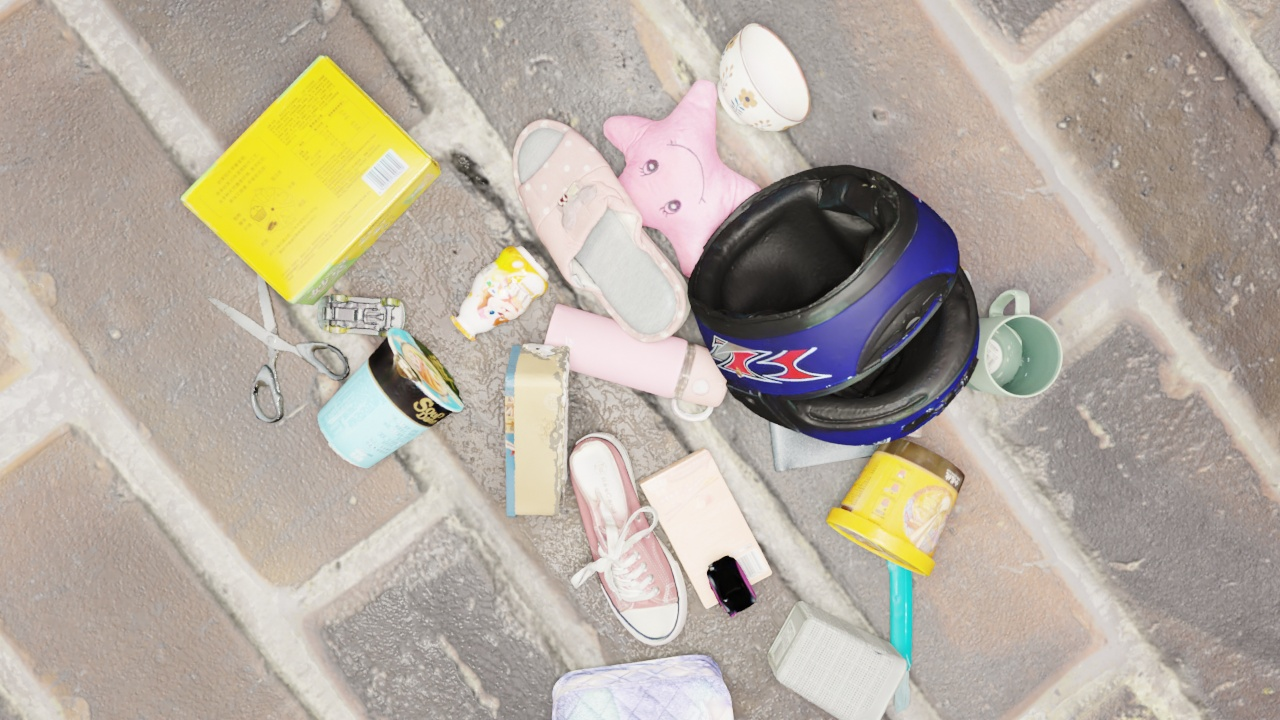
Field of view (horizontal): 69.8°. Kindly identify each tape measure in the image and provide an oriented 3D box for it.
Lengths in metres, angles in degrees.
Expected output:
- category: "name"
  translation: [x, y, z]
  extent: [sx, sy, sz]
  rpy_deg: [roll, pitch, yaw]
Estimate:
- category: "tape measure"
  translation: [0.093, 0.237, 0.964]
  extent: [0.039, 0.057, 0.058]
  rpy_deg: [-30, 135, 2]

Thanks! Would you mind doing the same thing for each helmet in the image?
- category: "helmet"
  translation: [0.198, -0.036, 0.866]
  extent: [0.240, 0.315, 0.247]
  rpy_deg: [43, 88, -23]

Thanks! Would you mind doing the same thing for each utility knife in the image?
- category: "utility knife"
  translation: [0.289, 0.295, 1.025]
  extent: [0.029, 0.013, 0.196]
  rpy_deg: [0, 89, -3]

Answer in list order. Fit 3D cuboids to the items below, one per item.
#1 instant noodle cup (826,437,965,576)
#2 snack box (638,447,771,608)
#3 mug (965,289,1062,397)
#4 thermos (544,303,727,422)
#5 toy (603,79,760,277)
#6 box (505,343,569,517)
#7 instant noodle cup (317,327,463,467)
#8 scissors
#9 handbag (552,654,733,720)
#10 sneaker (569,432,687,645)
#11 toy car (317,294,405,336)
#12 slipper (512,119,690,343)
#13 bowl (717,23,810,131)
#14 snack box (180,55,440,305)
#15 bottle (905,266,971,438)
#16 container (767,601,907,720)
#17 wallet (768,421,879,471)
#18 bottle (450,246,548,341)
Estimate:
- category: "instant noodle cup"
  translation: [0.276, 0.151, 0.975]
  extent: [0.118, 0.118, 0.114]
  rpy_deg: [30, 81, -3]
- category: "snack box"
  translation: [0.071, 0.183, 1.005]
  extent: [0.084, 0.026, 0.157]
  rpy_deg: [-28, 92, -2]
- category: "mug"
  translation: [0.385, -0.019, 0.975]
  extent: [0.082, 0.106, 0.112]
  rpy_deg: [7, 91, -2]
- category: "thermos"
  translation: [-0.006, 0.006, 0.982]
  extent: [0.198, 0.067, 0.087]
  rpy_deg: [17, 116, -5]
- category: "toy"
  translation: [0.033, -0.180, 0.971]
  extent: [0.179, 0.074, 0.194]
  rpy_deg: [-23, 94, 11]
- category: "box"
  translation: [-0.105, 0.078, 0.940]
  extent: [0.064, 0.089, 0.184]
  rpy_deg: [4, 114, -3]
- category: "instant noodle cup"
  translation: [-0.265, 0.045, 0.951]
  extent: [0.120, 0.111, 0.111]
  rpy_deg: [-39, 93, 6]
- category: "scissors"
  translation: [-0.391, -0.019, 0.984]
  extent: [0.159, 0.014, 0.181]
  rpy_deg: [3, 90, -3]
- category: "handbag"
  translation: [0.004, 0.394, 0.984]
  extent: [0.194, 0.075, 0.134]
  rpy_deg: [-6, 96, -1]
- category: "sneaker"
  translation: [-0.021, 0.195, 0.958]
  extent: [0.118, 0.087, 0.241]
  rpy_deg: [-17, 96, 15]
- category: "toy car"
  translation: [-0.295, -0.048, 0.976]
  extent: [0.091, 0.036, 0.043]
  rpy_deg: [5, 90, -2]
- category: "slipper"
  translation: [-0.050, -0.134, 0.941]
  extent: [0.114, 0.054, 0.274]
  rpy_deg: [-40, 78, 25]
- category: "bowl"
  translation: [0.122, -0.288, 0.969]
  extent: [0.062, 0.113, 0.113]
  rpy_deg: [-28, 93, 41]
- category: "snack box"
  translation: [-0.338, -0.183, 0.954]
  extent: [0.157, 0.070, 0.210]
  rpy_deg: [44, 89, -3]
- category: "bottle"
  translation: [0.305, -0.011, 0.991]
  extent: [0.068, 0.068, 0.189]
  rpy_deg: [13, 91, -3]
- category: "container"
  translation: [0.206, 0.325, 0.986]
  extent: [0.114, 0.090, 0.090]
  rpy_deg: [29, 89, 0]
- category: "wallet"
  translation: [0.201, 0.067, 1.014]
  extent: [0.121, 0.019, 0.097]
  rpy_deg: [-9, 94, -4]
- category: "bottle"
  translation: [-0.150, -0.069, 0.970]
  extent: [0.108, 0.063, 0.063]
  rpy_deg: [-43, 93, -1]
